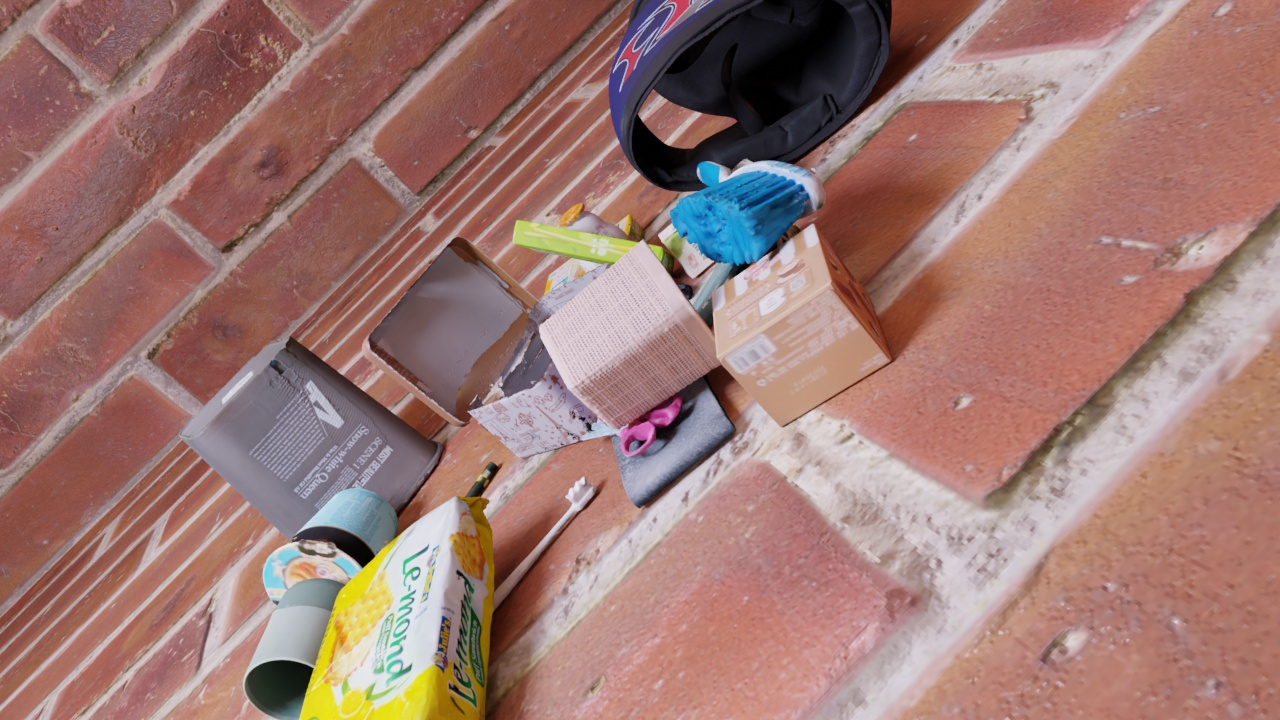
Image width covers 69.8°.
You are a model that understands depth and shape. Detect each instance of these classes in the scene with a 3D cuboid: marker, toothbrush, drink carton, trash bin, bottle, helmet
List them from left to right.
[{"bbox_3d":[-0.389,0.102,1.073,0.198,0.220,0.199,-52,25,-23],"label":"trash bin"},{"bbox_3d":[-0.194,0.174,0.894,0.185,0.012,0.017,-57,16,-28],"label":"toothbrush"},{"bbox_3d":[-0.099,0.167,0.742,0.180,0.016,0.016,-50,20,-9],"label":"toothbrush"},{"bbox_3d":[-0.044,-0.127,1.034,0.063,0.108,0.063,-34,25,19],"label":"bottle"},{"bbox_3d":[0.017,-0.077,0.961,0.131,0.022,0.018,18,99,63],"label":"marker"},{"bbox_3d":[0.081,-0.144,0.931,0.122,0.053,0.045,-40,21,8],"label":"drink carton"},{"bbox_3d":[0.102,-0.345,0.977,0.316,0.247,0.240,-29,44,12],"label":"helmet"}]

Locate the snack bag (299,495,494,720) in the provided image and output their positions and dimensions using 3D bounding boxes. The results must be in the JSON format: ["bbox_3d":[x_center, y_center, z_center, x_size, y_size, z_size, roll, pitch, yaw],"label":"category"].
[{"bbox_3d":[-0.178,0.225,0.689,0.158,0.068,0.246,-37,29,20],"label":"snack bag"}]

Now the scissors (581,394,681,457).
[{"bbox_3d":[-0.010,0.050,0.762,0.072,0.017,0.137,-48,17,-18],"label":"scissors"}]

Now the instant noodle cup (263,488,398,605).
[{"bbox_3d":[-0.303,0.193,0.934,0.111,0.111,0.120,-34,17,21],"label":"instant noodle cup"}]

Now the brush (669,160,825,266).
[{"bbox_3d":[0.071,-0.140,0.790,0.109,0.060,0.314,-32,18,-10],"label":"brush"}]

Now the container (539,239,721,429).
[{"bbox_3d":[-0.007,-0.015,0.715,0.111,0.090,0.090,-37,50,5],"label":"container"}]

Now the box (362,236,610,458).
[{"bbox_3d":[-0.118,-0.031,0.900,0.158,0.217,0.180,-34,20,51],"label":"box"}]

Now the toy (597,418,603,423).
[{"bbox_3d":[-0.005,0.005,0.828,0.107,0.039,0.084,-58,3,-40],"label":"toy"}]

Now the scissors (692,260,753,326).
[{"bbox_3d":[0.048,-0.033,0.821,0.179,0.019,0.161,-57,5,10],"label":"scissors"}]

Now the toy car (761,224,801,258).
[{"bbox_3d":[0.121,-0.096,0.809,0.042,0.035,0.090,-32,23,23],"label":"toy car"}]

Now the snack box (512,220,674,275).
[{"bbox_3d":[-0.046,-0.115,0.956,0.085,0.156,0.026,-4,-74,-79],"label":"snack box"}]

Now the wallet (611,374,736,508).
[{"bbox_3d":[0.023,0.057,0.731,0.097,0.019,0.120,-39,22,7],"label":"wallet"}]

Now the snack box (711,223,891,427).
[{"bbox_3d":[0.111,-0.025,0.649,0.093,0.077,0.094,-34,26,22],"label":"snack box"}]

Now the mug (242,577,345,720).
[{"bbox_3d":[-0.306,0.270,0.840,0.106,0.082,0.112,-92,21,-60],"label":"mug"}]

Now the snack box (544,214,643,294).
[{"bbox_3d":[-0.059,-0.115,1.137,0.141,0.034,0.086,-36,24,21],"label":"snack box"}]
